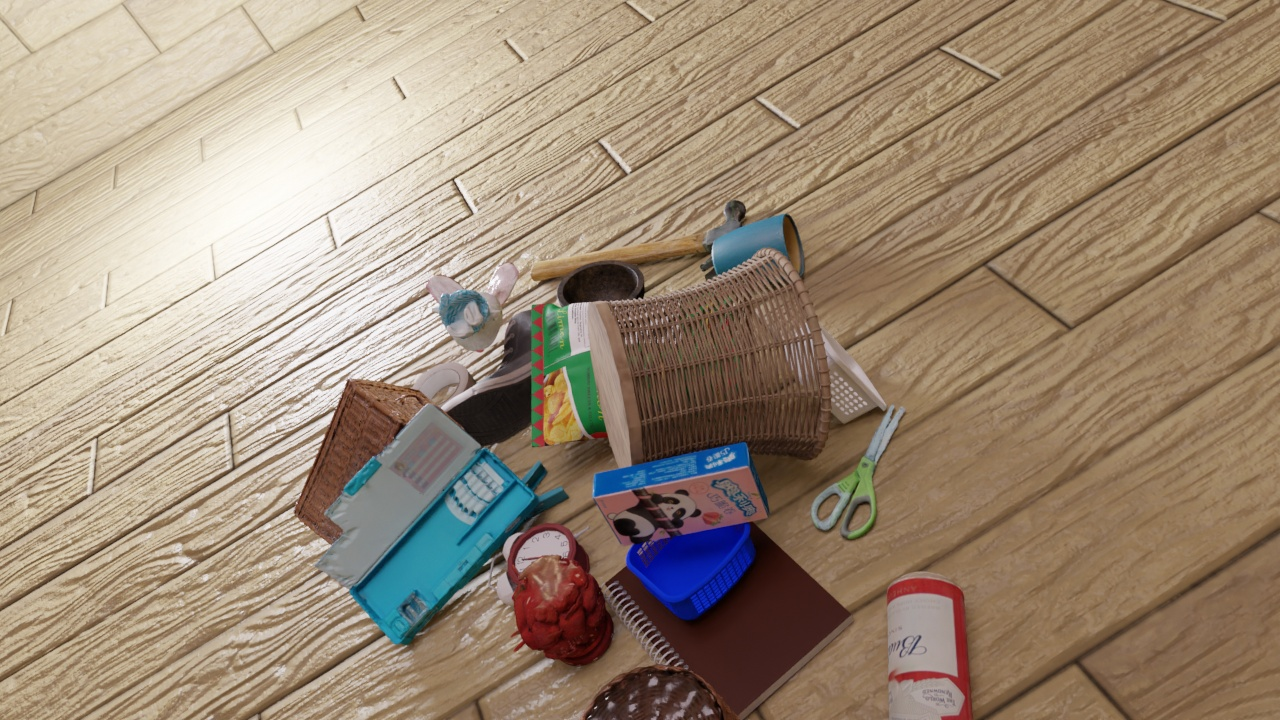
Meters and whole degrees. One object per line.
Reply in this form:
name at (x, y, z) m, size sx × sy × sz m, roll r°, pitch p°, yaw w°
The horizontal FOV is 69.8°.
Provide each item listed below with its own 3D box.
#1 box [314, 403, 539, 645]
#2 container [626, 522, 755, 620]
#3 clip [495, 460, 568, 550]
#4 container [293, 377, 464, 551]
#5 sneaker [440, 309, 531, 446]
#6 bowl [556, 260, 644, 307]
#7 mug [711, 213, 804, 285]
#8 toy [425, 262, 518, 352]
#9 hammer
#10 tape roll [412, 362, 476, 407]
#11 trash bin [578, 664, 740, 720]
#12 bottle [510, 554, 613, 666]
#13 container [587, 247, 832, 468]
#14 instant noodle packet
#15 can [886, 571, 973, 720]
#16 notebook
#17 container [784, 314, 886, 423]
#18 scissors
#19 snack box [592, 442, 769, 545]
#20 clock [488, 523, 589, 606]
box at (-0.254, 0.186, 1.056) m, size 0.227 × 0.180 × 0.074 m, roll -47°, pitch 3°, yaw -7°
container at (0.054, 0.198, 0.923) m, size 0.114 × 0.058 × 0.096 m, roll -41°, pitch 45°, yaw -17°
clip at (-0.159, 0.172, 1.113) m, size 0.126 × 0.028 × 0.113 m, roll -45°, pitch 43°, yaw -17°
container at (-0.316, 0.132, 1.115) m, size 0.113 × 0.113 × 0.198 m, roll 29°, pitch 98°, yaw 38°
sneaker at (-0.179, 0.021, 1.218) m, size 0.234 × 0.095 × 0.120 m, roll -37°, pitch 41°, yaw -4°
bowl at (-0.050, -0.081, 1.267) m, size 0.121 × 0.056 × 0.121 m, roll -7°, pitch 40°, yaw 6°
mug at (0.157, -0.145, 1.216) m, size 0.104 × 0.084 × 0.112 m, roll -12°, pitch 17°, yaw 25°
toy at (-0.217, -0.057, 1.215) m, size 0.131 × 0.106 × 0.205 m, roll -14°, pitch 19°, yaw -3°
hammer at (-0.011, -0.153, 1.338) m, size 0.331 × 0.033 × 0.132 m, roll -8°, pitch 48°, yaw 22°
tape roll at (-0.276, 0.047, 1.286) m, size 0.094 × 0.030 × 0.093 m, roll -15°, pitch 45°, yaw 15°
trash bin at (0.034, 0.337, 0.723) m, size 0.151 × 0.210 × 0.151 m, roll -15°, pitch 44°, yaw 15°
bottle at (-0.086, 0.255, 0.934) m, size 0.099 × 0.111 × 0.098 m, roll -14°, pitch 45°, yaw 14°
container at (0.061, 0.012, 0.956) m, size 0.196 × 0.227 × 0.226 m, roll -12°, pitch 42°, yaw -10°
instant noodle packet at (-0.007, 0.007, 1.114) m, size 0.253 × 0.090 × 0.195 m, roll -4°, pitch 62°, yaw 1°
can at (0.246, 0.268, 0.782) m, size 0.067 × 0.067 × 0.169 m, roll -7°, pitch 48°, yaw 22°
notebook at (0.078, 0.246, 0.924) m, size 0.171 × 0.022 × 0.209 m, roll -38°, pitch 44°, yaw -11°
container at (0.208, 0.014, 1.006) m, size 0.050 × 0.129 × 0.080 m, roll -39°, pitch 41°, yaw 15°
scissors at (0.243, 0.114, 0.970) m, size 0.072 × 0.033 × 0.175 m, roll 14°, pitch 61°, yaw 40°
snack box at (0.040, 0.131, 0.887) m, size 0.154 × 0.088 × 0.033 m, roll -13°, pitch 45°, yaw 12°
clock at (-0.113, 0.228, 1.022) m, size 0.125 × 0.044 × 0.087 m, roll -11°, pitch 46°, yaw 17°
